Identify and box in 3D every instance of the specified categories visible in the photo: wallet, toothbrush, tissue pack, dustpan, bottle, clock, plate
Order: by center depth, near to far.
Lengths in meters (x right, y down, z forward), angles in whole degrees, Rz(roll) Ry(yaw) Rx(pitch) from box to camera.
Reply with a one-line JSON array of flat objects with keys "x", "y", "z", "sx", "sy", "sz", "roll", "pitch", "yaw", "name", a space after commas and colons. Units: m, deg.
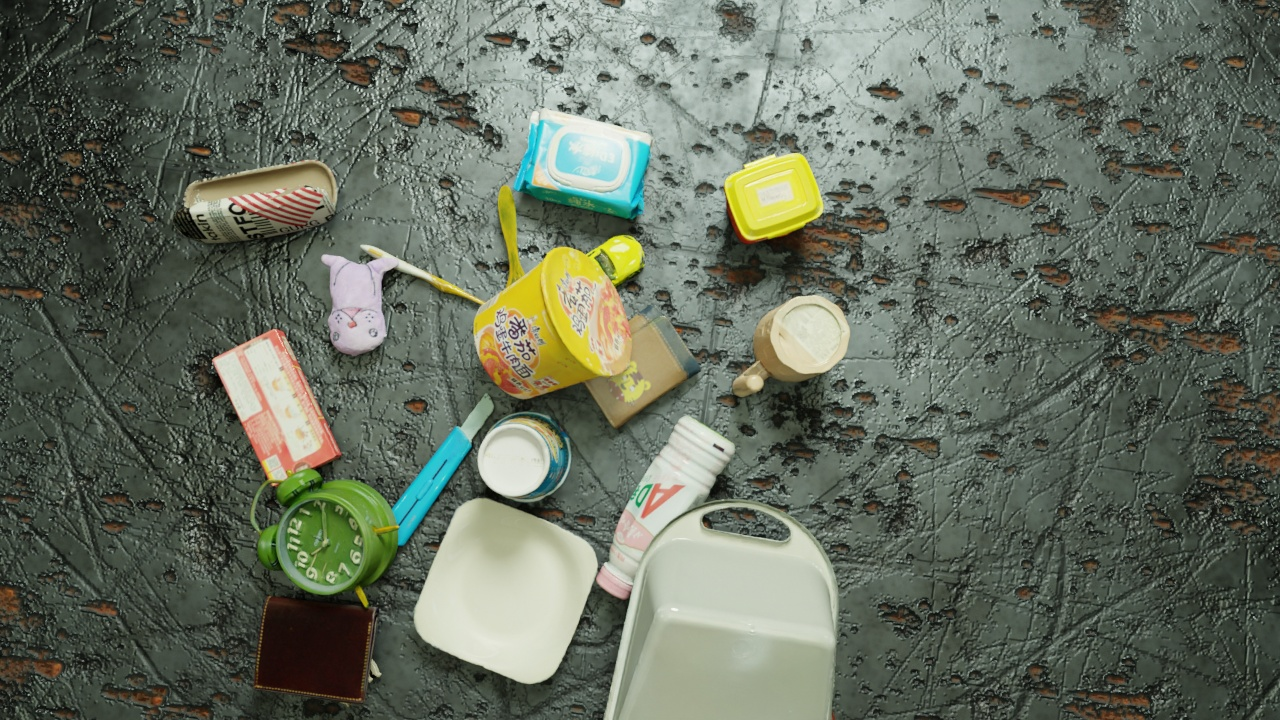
[{"x": 0.087, "y": 0.281, "z": 0.901, "sx": 0.222, "sy": 0.142, "sz": 0.258, "roll": 10, "pitch": 111, "yaw": -1, "name": "dustpan"}, {"x": -0.331, "y": 0.294, "z": 0.935, "sx": 0.122, "sy": 0.020, "sz": 0.096, "roll": 4, "pitch": 82, "yaw": 10, "name": "wallet"}, {"x": -0.328, "y": 0.177, "z": 0.942, "sx": 0.161, "sy": 0.056, "sz": 0.116, "roll": 23, "pitch": 96, "yaw": 9, "name": "clock"}, {"x": 0.022, "y": 0.155, "z": 0.950, "sx": 0.068, "sy": 0.068, "sz": 0.197, "roll": 32, "pitch": 90, "yaw": 2, "name": "bottle"}, {"x": -0.139, "y": 0.238, "z": 0.959, "sx": 0.163, "sy": 0.034, "sz": 0.164, "roll": 23, "pitch": 86, "yaw": 1, "name": "plate"}, {"x": -0.057, "y": -0.208, "z": 0.973, "sx": 0.140, "sy": 0.063, "sz": 0.090, "roll": 13, "pitch": 86, "yaw": 0, "name": "tissue pack"}, {"x": -0.006, "y": 0.006, "z": 0.977, "sx": 0.115, "sy": 0.033, "sz": 0.090, "roll": -35, "pitch": 88, "yaw": 1, "name": "wallet"}, {"x": -0.218, "y": -0.079, "z": 0.989, "sx": 0.191, "sy": 0.016, "sz": 0.018, "roll": 26, "pitch": 95, "yaw": 1, "name": "toothbrush"}]

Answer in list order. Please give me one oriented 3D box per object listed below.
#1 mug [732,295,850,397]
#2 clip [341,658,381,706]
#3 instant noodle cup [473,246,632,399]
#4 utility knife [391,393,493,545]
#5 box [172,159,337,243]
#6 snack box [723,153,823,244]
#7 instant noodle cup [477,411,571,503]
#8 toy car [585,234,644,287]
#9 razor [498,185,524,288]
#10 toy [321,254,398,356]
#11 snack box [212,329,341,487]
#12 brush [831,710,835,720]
[{"x": 0.149, "y": -0.009, "z": 0.941, "sx": 0.124, "sy": 0.103, "sz": 0.084, "roll": -40, "pitch": 87, "yaw": -3, "name": "mug"}, {"x": -0.327, "y": 0.322, "z": 0.954, "sx": 0.104, "sy": 0.035, "sz": 0.082, "roll": 24, "pitch": 86, "yaw": 6, "name": "clip"}, {"x": -0.092, "y": -0.029, "z": 0.920, "sx": 0.110, "sy": 0.137, "sz": 0.138, "roll": -25, "pitch": 86, "yaw": 28, "name": "instant noodle cup"}, {"x": -0.214, "y": 0.116, "z": 0.975, "sx": 0.034, "sy": 0.018, "sz": 0.191, "roll": 35, "pitch": 86, "yaw": 2, "name": "utility knife"}, {"x": -0.406, "y": -0.172, "z": 0.974, "sx": 0.163, "sy": 0.076, "sz": 0.087, "roll": -13, "pitch": 61, "yaw": -1, "name": "box"}, {"x": 0.135, "y": -0.166, "z": 0.963, "sx": 0.091, "sy": 0.080, "sz": 0.082, "roll": -19, "pitch": 87, "yaw": -1, "name": "snack box"}, {"x": -0.122, "y": 0.098, "z": 0.930, "sx": 0.099, "sy": 0.110, "sz": 0.099, "roll": 0, "pitch": 86, "yaw": 0, "name": "instant noodle cup"}, {"x": -0.044, "y": -0.096, "z": 0.982, "sx": 0.105, "sy": 0.032, "sz": 0.048, "roll": -32, "pitch": 87, "yaw": -4, "name": "toy car"}, {"x": -0.138, "y": -0.126, "z": 0.988, "sx": 0.043, "sy": 0.028, "sz": 0.132, "roll": -9, "pitch": 85, "yaw": 3, "name": "razor"}, {"x": -0.298, "y": -0.058, "z": 0.974, "sx": 0.084, "sy": 0.039, "sz": 0.108, "roll": 0, "pitch": 86, "yaw": 4, "name": "toy"}, {"x": -0.385, "y": 0.050, "z": 0.974, "sx": 0.075, "sy": 0.025, "sz": 0.153, "roll": -27, "pitch": 87, "yaw": -3, "name": "snack box"}, {"x": 0.164, "y": 0.311, "z": 0.941, "sx": 0.069, "sy": 0.063, "sz": 0.146, "roll": -8, "pitch": 88, "yaw": 12, "name": "brush"}]
